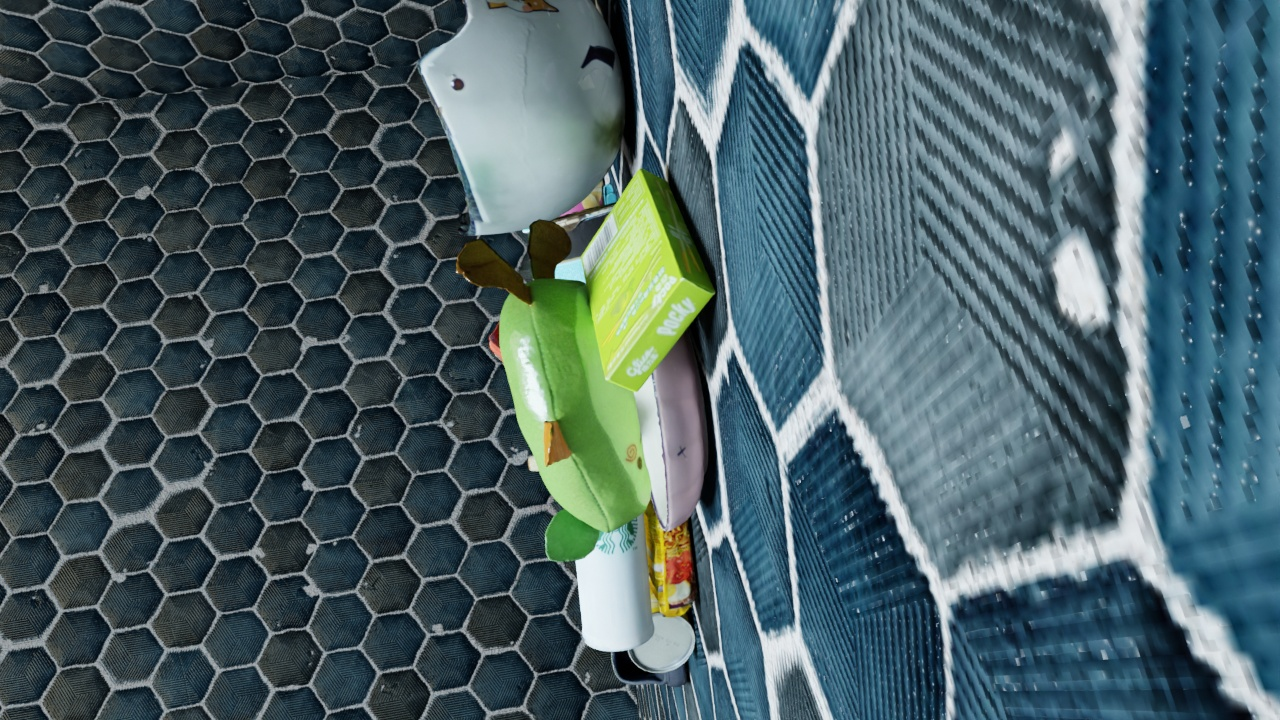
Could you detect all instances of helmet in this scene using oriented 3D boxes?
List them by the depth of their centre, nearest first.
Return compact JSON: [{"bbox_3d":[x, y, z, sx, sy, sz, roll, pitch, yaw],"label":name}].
[{"bbox_3d":[-0.091,-0.242,0.823,0.230,0.157,0.273,89,-178,-50],"label":"helmet"}]

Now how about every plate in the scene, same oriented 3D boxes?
[{"bbox_3d":[0.020,0.030,0.695,0.192,0.039,0.192,170,91,-84],"label":"plate"}]

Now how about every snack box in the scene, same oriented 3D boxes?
[{"bbox_3d":[-0.001,-0.058,0.608,0.086,0.026,0.156,-54,28,25],"label":"snack box"}]

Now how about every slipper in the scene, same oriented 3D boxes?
[{"bbox_3d":[0.003,0.349,1.145,0.268,0.083,0.110,114,149,-77],"label":"slipper"}]

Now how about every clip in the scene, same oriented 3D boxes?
[{"bbox_3d":[-0.034,-0.176,1.070,0.033,0.013,0.054,-106,11,-58],"label":"clip"}]

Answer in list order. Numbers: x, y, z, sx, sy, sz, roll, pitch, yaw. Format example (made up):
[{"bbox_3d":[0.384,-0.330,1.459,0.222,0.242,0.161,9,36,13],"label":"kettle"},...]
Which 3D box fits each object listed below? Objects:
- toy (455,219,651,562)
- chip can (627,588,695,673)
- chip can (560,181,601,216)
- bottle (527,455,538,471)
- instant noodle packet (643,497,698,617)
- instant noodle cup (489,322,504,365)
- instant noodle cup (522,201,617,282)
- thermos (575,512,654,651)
[{"bbox_3d":[-0.051,0.018,0.672,0.226,0.090,0.247,-58,-48,-70],"label":"toy"},{"bbox_3d":[0.007,0.253,1.009,0.213,0.072,0.072,-117,19,-72],"label":"chip can"},{"bbox_3d":[-0.085,-0.142,1.201,0.071,0.071,0.211,-118,28,-75],"label":"chip can"},{"bbox_3d":[-0.070,0.121,1.176,0.067,0.149,0.066,170,92,-85],"label":"bottle"},{"bbox_3d":[0.021,0.170,0.873,0.128,0.044,0.111,-134,42,-75],"label":"instant noodle packet"},{"bbox_3d":[-0.081,-0.012,1.095,0.079,0.189,0.164,-54,12,18],"label":"instant noodle cup"},{"bbox_3d":[-0.044,-0.083,0.883,0.111,0.111,0.120,-123,18,-77],"label":"instant noodle cup"},{"bbox_3d":[-0.028,0.141,0.811,0.073,0.073,0.224,-121,25,-76],"label":"thermos"}]
